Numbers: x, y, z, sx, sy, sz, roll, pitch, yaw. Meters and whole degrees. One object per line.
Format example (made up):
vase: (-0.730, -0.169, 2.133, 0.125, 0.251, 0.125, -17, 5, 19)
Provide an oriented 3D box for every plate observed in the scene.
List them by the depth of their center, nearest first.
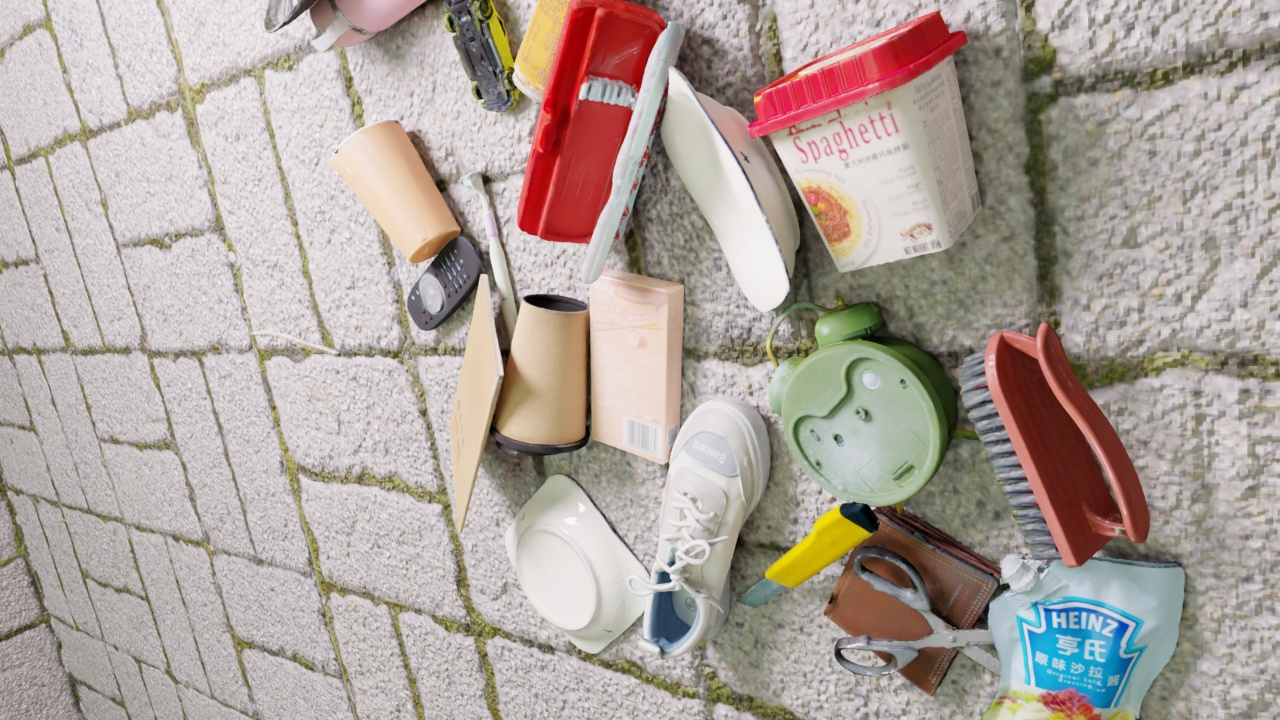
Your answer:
plate: (0.067, -0.116, 0.631, 0.163, 0.034, 0.164, 61, 176, 4)
plate: (-0.289, -0.372, 0.832, 0.180, 0.024, 0.179, -27, 51, 38)
plate: (-0.075, 0.212, 0.917, 0.163, 0.034, 0.165, 49, 129, 15)

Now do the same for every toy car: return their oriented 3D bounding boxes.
toy car: (-0.132, -0.267, 0.787, 0.048, 0.032, 0.105, -2, 116, 40)

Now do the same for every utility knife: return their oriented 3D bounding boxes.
utility knife: (0.122, 0.156, 0.712, 0.033, 0.015, 0.224, 34, 144, 2)

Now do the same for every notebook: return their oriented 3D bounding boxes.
notebook: (-0.161, 0.042, 0.877, 0.147, 0.008, 0.208, -108, 30, -46)

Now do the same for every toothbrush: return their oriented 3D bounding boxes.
toothbrush: (-0.135, -0.084, 0.868, 0.020, 0.029, 0.189, -13, 102, 1)

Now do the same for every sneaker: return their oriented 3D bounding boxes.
sneaker: (0.040, 0.144, 0.758, 0.089, 0.090, 0.243, 24, 120, 30)

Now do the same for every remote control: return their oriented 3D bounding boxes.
remote control: (-0.191, -0.076, 0.913, 0.137, 0.024, 0.053, -38, 82, 43)

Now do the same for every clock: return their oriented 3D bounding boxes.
clock: (0.151, 0.026, 0.644, 0.161, 0.056, 0.116, 48, 129, 15)

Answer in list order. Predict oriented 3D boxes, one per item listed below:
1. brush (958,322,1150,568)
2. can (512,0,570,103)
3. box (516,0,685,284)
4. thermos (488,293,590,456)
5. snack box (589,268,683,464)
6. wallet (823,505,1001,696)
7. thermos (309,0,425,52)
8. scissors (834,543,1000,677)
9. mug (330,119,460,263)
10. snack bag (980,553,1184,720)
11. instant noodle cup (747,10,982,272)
brush: (0.253, 0.048, 0.563, 0.069, 0.063, 0.146, -27, 86, 54)
can: (-0.049, -0.270, 0.698, 0.058, 0.058, 0.146, 45, 129, 18)
box: (-0.028, -0.159, 0.691, 0.100, 0.095, 0.202, -108, 31, -48)
thermos: (-0.085, 0.016, 0.821, 0.093, 0.092, 0.143, 20, 111, 33)
snack box: (-0.005, 0.005, 0.785, 0.084, 0.026, 0.157, 17, 116, 35)
wallet: (0.198, 0.177, 0.679, 0.101, 0.032, 0.125, 31, 124, 25)
thermos: (-0.223, -0.332, 0.805, 0.199, 0.087, 0.067, -12, 135, 40)
scissors: (0.216, 0.192, 0.648, 0.182, 0.014, 0.159, -24, 103, 29)
mug: (-0.231, -0.159, 0.885, 0.078, 0.078, 0.123, -36, 87, 42)
snack bag: (0.284, 0.210, 0.604, 0.110, 0.038, 0.191, 7, 113, 24)
instant noodle cup: (0.146, -0.129, 0.561, 0.117, 0.116, 0.124, -11, 110, 41)
